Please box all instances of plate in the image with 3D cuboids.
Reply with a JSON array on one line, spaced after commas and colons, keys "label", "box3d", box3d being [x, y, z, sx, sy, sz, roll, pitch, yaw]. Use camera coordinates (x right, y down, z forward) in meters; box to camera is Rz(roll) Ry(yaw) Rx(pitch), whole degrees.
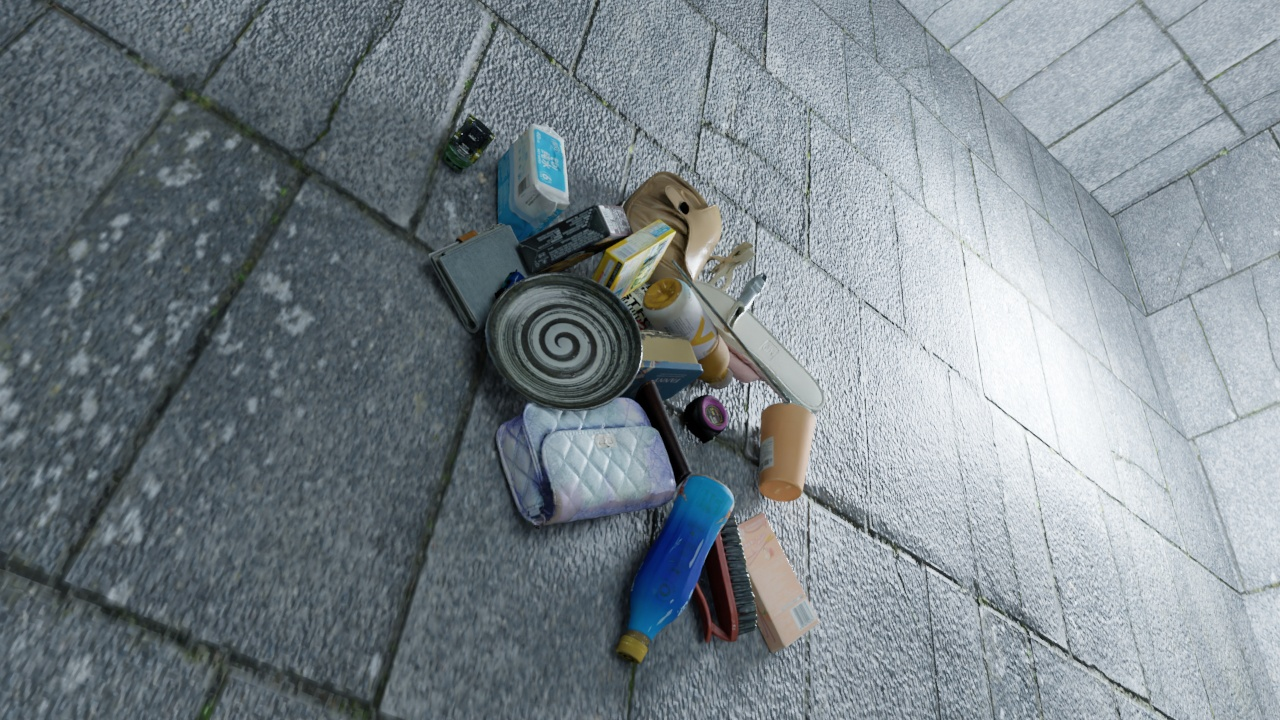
[{"label": "plate", "box3d": [-0.085, -0.020, 1.031, 0.179, 0.024, 0.179, 7, 60, -12]}]

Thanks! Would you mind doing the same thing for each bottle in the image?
[{"label": "bottle", "box3d": [0.070, -0.030, 1.227, 0.189, 0.068, 0.067, 52, 33, -40]}, {"label": "bottle", "box3d": [0.034, 0.229, 1.013, 0.065, 0.065, 0.218, 41, 58, -16]}]

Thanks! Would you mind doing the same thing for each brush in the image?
[{"label": "brush", "box3d": [0.089, 0.258, 1.081, 0.069, 0.063, 0.145, -5, 64, -13]}]

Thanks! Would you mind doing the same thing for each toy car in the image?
[{"label": "toy car", "box3d": [-0.219, -0.277, 1.169, 0.043, 0.036, 0.091, 40, 42, -16]}]

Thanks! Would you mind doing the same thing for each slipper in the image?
[{"label": "slipper", "box3d": [0.154, -0.012, 1.337, 0.274, 0.055, 0.113, 41, 35, 0]}]

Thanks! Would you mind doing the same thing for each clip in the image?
[{"label": "clip", "box3d": [0.128, -0.131, 1.376, 0.035, 0.103, 0.092, 23, 72, -35]}]

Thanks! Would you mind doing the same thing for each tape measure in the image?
[{"label": "tape measure", "box3d": [-0.142, -0.068, 1.063, 0.058, 0.025, 0.054, 49, 55, -32]}, {"label": "tape measure", "box3d": [0.085, 0.077, 1.220, 0.057, 0.039, 0.057, 51, 44, -4]}]

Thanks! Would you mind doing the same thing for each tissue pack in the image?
[{"label": "tissue pack", "box3d": [-0.137, -0.226, 1.174, 0.063, 0.090, 0.139, 19, 50, -35]}]

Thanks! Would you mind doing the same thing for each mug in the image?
[{"label": "mug", "box3d": [0.199, 0.129, 1.271, 0.078, 0.078, 0.122, 34, 48, -23]}]

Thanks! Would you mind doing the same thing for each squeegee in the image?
[{"label": "squeegee", "box3d": [0.145, -0.076, 1.315, 0.246, 0.039, 0.245, 49, 29, -7]}]

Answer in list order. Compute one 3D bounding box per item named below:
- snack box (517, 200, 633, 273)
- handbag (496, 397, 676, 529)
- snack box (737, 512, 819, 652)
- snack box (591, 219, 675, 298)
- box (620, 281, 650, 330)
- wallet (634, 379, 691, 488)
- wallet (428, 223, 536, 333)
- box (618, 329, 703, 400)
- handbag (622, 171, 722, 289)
[{"label": "snack box", "box3d": [-0.076, -0.155, 1.145, 0.053, 0.113, 0.125, 67, 18, 1]}, {"label": "handbag", "box3d": [-0.058, 0.110, 1.022, 0.193, 0.076, 0.134, -2, 64, -45]}, {"label": "snack box", "box3d": [0.160, 0.278, 1.159, 0.084, 0.026, 0.157, -13, 73, -49]}, {"label": "snack box", "box3d": [-0.015, -0.120, 1.167, 0.034, 0.087, 0.140, 39, 38, 12]}, {"label": "box", "box3d": [-0.019, -0.061, 1.202, 0.071, 0.058, 0.163, 62, 36, -13]}, {"label": "wallet", "box3d": [0.024, 0.093, 1.112, 0.020, 0.096, 0.122, -18, 73, -14]}, {"label": "wallet", "box3d": [-0.182, -0.101, 1.081, 0.129, 0.037, 0.106, -38, 103, -50]}, {"label": "box", "box3d": [-0.007, 0.007, 1.136, 0.184, 0.090, 0.059, 4, 58, -38]}, {"label": "handbag", "box3d": [0.042, -0.188, 1.317, 0.148, 0.100, 0.203, 40, 41, -8]}]
